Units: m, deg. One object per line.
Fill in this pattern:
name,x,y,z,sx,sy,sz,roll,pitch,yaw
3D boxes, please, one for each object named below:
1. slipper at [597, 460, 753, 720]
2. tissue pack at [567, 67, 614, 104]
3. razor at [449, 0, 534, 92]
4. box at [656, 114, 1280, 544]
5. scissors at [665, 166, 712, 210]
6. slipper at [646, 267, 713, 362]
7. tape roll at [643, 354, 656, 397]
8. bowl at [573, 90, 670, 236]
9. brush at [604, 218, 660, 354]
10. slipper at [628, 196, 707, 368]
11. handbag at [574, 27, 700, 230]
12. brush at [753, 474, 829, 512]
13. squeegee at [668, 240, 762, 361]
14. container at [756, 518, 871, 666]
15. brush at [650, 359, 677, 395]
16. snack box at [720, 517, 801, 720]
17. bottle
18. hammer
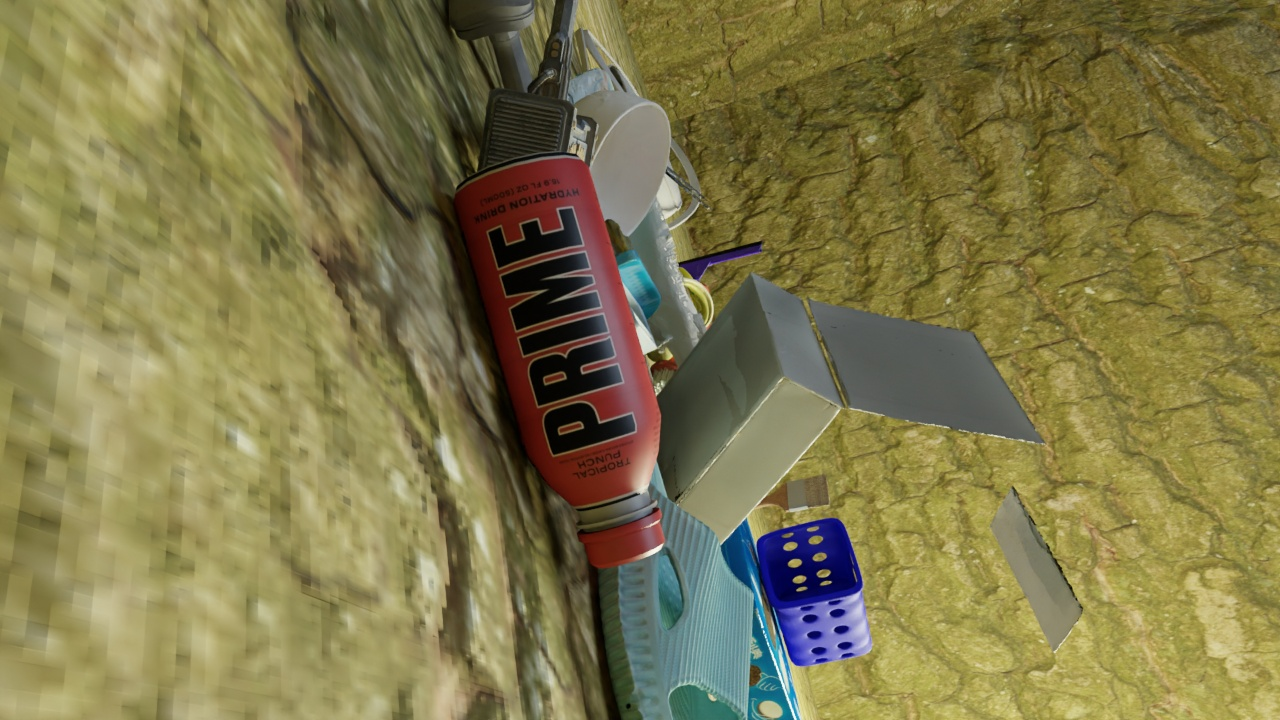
slipper,0.017,0.111,0.504,0.116,0.069,0.275,60,14,-50
tissue pack,-0.042,-0.179,0.727,0.144,0.062,0.093,-90,161,-73
razor,-0.078,-0.182,0.555,0.116,0.047,0.088,77,2,-51
box,0.234,-0.020,0.714,0.166,0.507,0.149,-93,160,-57
scissors,-0.012,-0.202,0.840,0.209,0.015,0.154,40,12,8
slipper,0.033,-0.064,0.982,0.190,0.082,0.092,-82,152,-67
tape roll,-0.005,0.005,0.790,0.093,0.013,0.093,-15,89,-83
bowl,-0.030,-0.132,0.620,0.104,0.054,0.105,-47,153,-33
brush,-0.014,-0.037,0.624,0.136,0.055,0.075,46,21,-75
slipper,0.019,-0.056,0.856,0.247,0.075,0.112,67,18,-12
handbag,-0.015,-0.273,1.047,0.215,0.096,0.223,-100,166,-54
brush,0.139,0.157,1.028,0.045,0.143,0.008,-81,153,-54
squeegee,0.056,-0.034,1.087,0.250,0.055,0.184,-5,-98,62
container,0.165,0.220,0.861,0.084,0.085,0.114,-97,170,-48
brush,0.047,0.066,0.961,0.172,0.041,0.030,65,30,-43
snack box,0.097,0.240,0.872,0.195,0.056,0.239,-96,168,-55
bottle,-0.030,0.002,0.404,0.062,0.062,0.176,-7,81,-83
hammer,-0.027,-0.237,0.458,0.098,0.044,0.322,-65,166,-79
